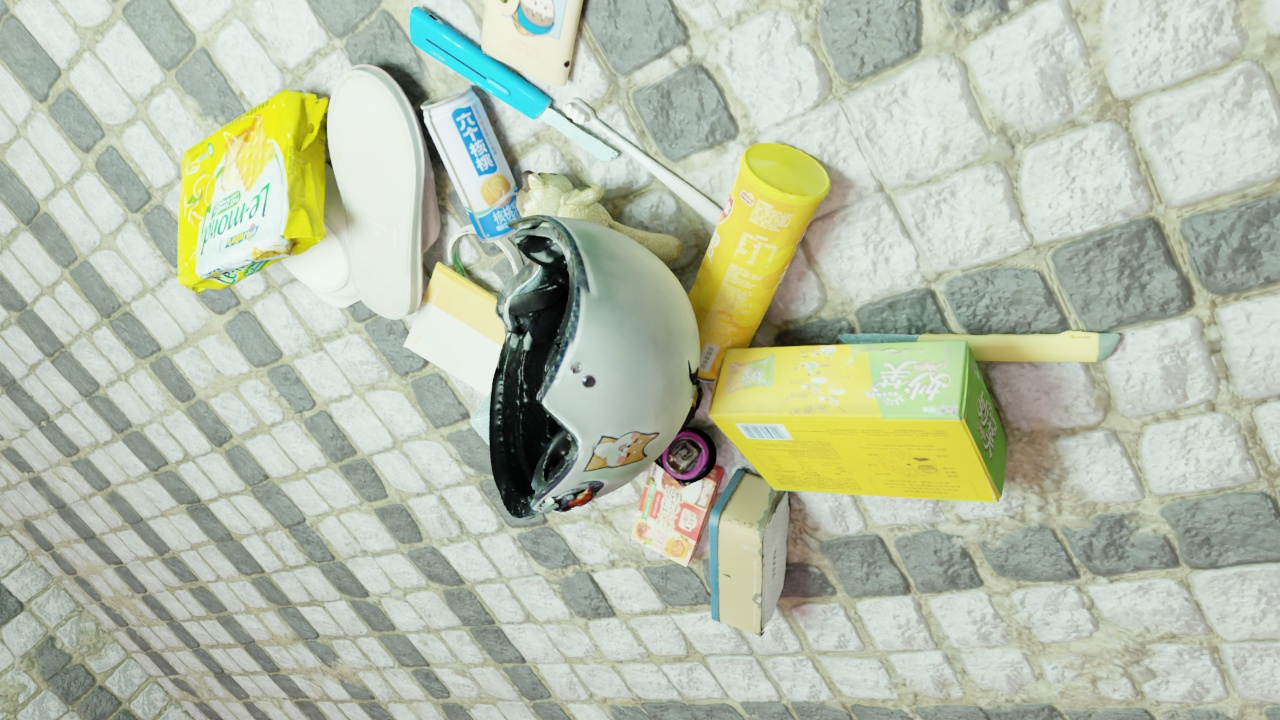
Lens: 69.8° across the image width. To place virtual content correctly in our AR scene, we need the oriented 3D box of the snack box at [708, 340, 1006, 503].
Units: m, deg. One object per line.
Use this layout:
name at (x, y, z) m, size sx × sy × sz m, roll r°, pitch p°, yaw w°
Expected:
snack box at (0.185, 0.054, 0.776) m, size 0.210 × 0.069 × 0.157 m, roll -2°, pitch 148°, yaw 32°

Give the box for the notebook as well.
notebook at (-0.152, -0.005, 0.999) m, size 0.206 × 0.010 × 0.146 m, roll 33°, pitch 135°, yaw -3°

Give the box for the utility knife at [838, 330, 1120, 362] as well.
utility knife at (0.268, -0.012, 0.747) m, size 0.216 × 0.022 × 0.031 m, roll -1°, pitch 123°, yaw 24°

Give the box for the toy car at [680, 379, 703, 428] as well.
toy car at (-0.005, 0.005, 0.912) m, size 0.156 × 0.041 × 0.071 m, roll 45°, pitch 134°, yaw -6°

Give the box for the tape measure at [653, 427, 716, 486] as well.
tape measure at (0.048, 0.097, 0.937) m, size 0.057 × 0.039 × 0.058 m, roll 42°, pitch 98°, yaw 11°

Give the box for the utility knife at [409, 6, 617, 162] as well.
utility knife at (-0.112, -0.237, 0.803) m, size 0.218 × 0.018 × 0.034 m, roll 34°, pitch 134°, yaw 2°

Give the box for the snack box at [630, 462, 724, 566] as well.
snack box at (0.039, 0.161, 1.018) m, size 0.075 × 0.025 × 0.153 m, roll 25°, pitch 133°, yaw 13°

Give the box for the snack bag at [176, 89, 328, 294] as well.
snack bag at (-0.399, -0.169, 0.953) m, size 0.247 × 0.068 × 0.158 m, roll -12°, pitch 76°, yaw 38°

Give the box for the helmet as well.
helmet at (-0.036, 0.009, 0.781) m, size 0.156 × 0.229 × 0.275 m, roll -1°, pitch 137°, yaw -18°

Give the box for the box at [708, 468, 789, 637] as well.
box at (0.114, 0.198, 0.959) m, size 0.062 × 0.089 × 0.184 m, roll 12°, pitch 127°, yaw 25°

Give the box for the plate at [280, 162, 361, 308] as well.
plate at (-0.361, -0.132, 1.025) m, size 0.164 × 0.034 × 0.164 m, roll -20°, pitch 113°, yaw 39°

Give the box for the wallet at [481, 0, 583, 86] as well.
wallet at (-0.088, -0.291, 0.744) m, size 0.087 × 0.024 × 0.115 m, roll 25°, pitch 135°, yaw 6°

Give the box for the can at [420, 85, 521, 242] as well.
can at (-0.151, -0.180, 0.845) m, size 0.053 × 0.053 × 0.135 m, roll -3°, pitch 122°, yaw 33°

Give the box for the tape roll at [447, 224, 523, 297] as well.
tape roll at (-0.159, -0.099, 0.941) m, size 0.086 × 0.013 × 0.086 m, roll 16°, pitch 131°, yaw 20°

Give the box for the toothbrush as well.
toothbrush at (0.008, -0.166, 0.786) m, size 0.180 × 0.016 × 0.016 m, roll 38°, pitch 137°, yaw 0°

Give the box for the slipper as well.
slipper at (-0.252, -0.162, 0.920) m, size 0.114 × 0.054 × 0.275 m, roll 20°, pitch 129°, yaw 17°

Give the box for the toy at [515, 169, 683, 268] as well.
toy at (-0.038, -0.121, 0.824) m, size 0.157 × 0.066 × 0.105 m, roll 26°, pitch 146°, yaw 1°

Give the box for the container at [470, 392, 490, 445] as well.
container at (-0.106, 0.057, 0.964) m, size 0.112 × 0.089 × 0.090 m, roll -15°, pitch 120°, yaw 39°

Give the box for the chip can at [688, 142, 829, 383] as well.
chip can at (0.085, -0.075, 0.772) m, size 0.072 × 0.071 × 0.214 m, roll 29°, pitch 134°, yaw 9°
